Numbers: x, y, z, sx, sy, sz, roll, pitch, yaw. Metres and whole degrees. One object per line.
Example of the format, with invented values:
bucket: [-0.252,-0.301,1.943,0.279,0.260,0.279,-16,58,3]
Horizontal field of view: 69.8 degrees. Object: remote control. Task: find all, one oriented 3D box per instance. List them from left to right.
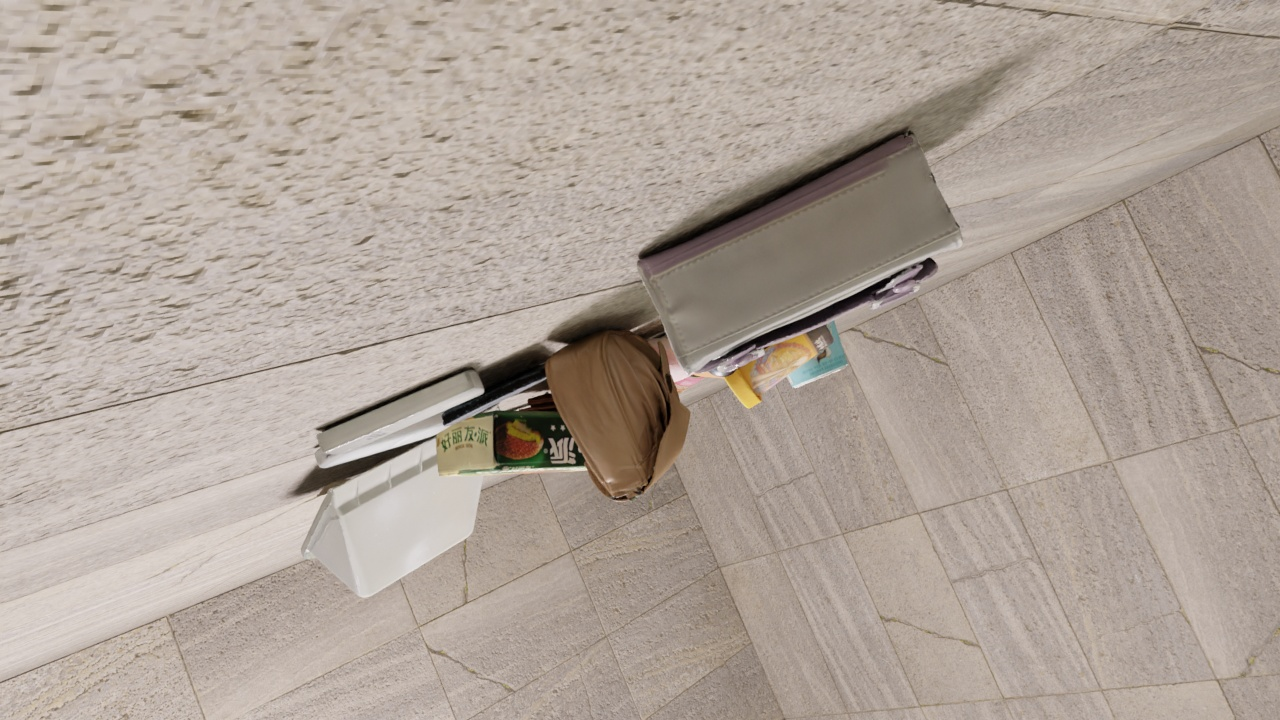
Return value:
remote control: [-0.230,0.068,0.845,0.056,0.020,0.135,-29,172,39]
remote control: [-0.194,0.042,0.754,0.135,0.019,0.056,-24,174,-3]

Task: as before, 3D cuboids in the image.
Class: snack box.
snack box: [-0.095,0.093,1.020,0.239,0.063,0.115,4,169,-43]

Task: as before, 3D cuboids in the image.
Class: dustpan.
dustpan: [-0.300,0.158,1.086,0.222,0.143,0.258,-28,140,-40]

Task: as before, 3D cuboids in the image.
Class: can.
can: [0.060,0.009,1.285,0.058,0.058,0.147,-22,174,-13]

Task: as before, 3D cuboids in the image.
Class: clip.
clip: [-0.350,0.147,1.117,0.104,0.089,0.035,-55,170,4]

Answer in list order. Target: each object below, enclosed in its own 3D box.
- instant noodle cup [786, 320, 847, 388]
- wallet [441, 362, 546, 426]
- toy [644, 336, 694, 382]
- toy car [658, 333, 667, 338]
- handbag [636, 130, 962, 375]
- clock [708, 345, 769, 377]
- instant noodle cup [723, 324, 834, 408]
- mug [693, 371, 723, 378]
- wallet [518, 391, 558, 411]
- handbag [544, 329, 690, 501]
instant noodle cup: [0.216,-0.032,1.210,0.111,0.120,0.111,-23,175,-3]
wallet: [-0.125,0.028,0.840,0.097,0.019,0.120,-26,-177,4]
toy: [-0.006,0.006,1.013,0.160,0.054,0.121,-13,179,24]
toy car: [0.033,-0.010,1.121,0.054,0.036,0.121,-22,164,-8]
handbag: [0.109,-0.064,0.646,0.197,0.098,0.145,-24,180,9]
clock: [0.077,-0.030,0.867,0.055,0.082,0.122,-27,171,-39]
instant noodle cup: [0.129,-0.029,0.959,0.114,0.118,0.118,-33,173,9]
mug: [0.097,-0.013,1.148,0.078,0.078,0.123,-22,-177,-15]
wallet: [-0.074,0.049,1.095,0.108,0.031,0.131,-7,179,16]
handbag: [-0.011,0.042,0.843,0.100,0.147,0.204,-23,179,11]
